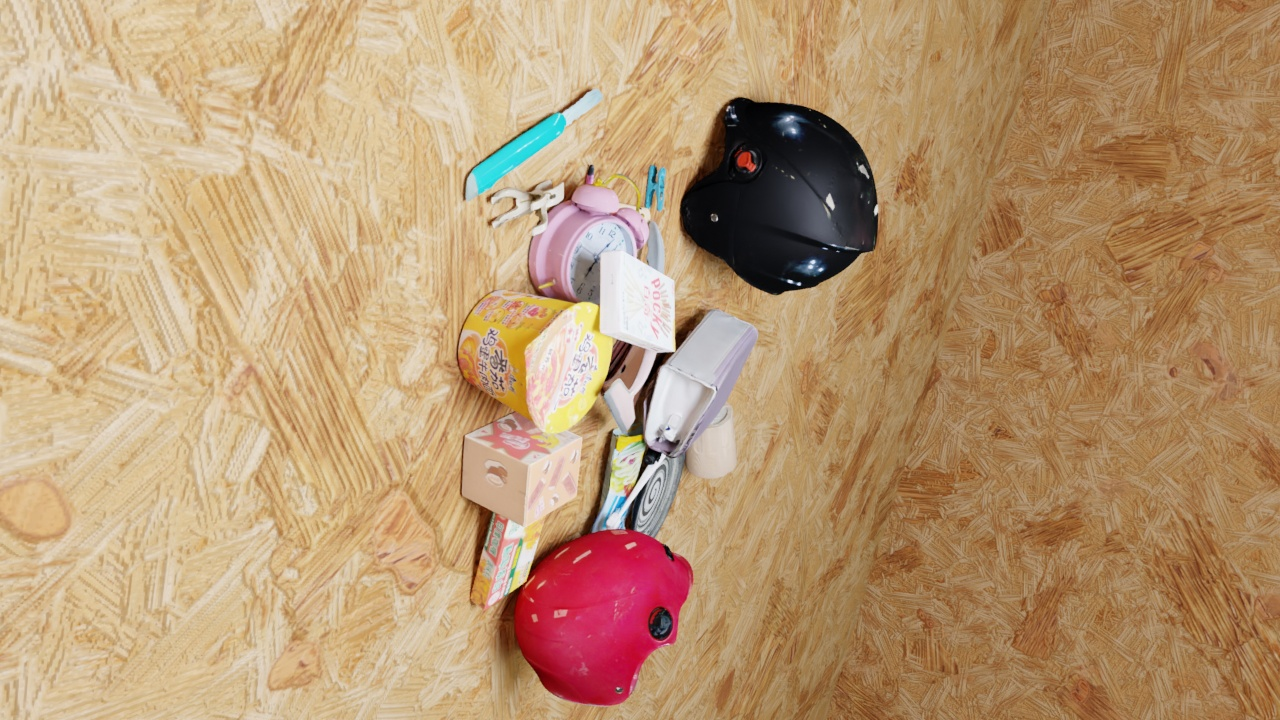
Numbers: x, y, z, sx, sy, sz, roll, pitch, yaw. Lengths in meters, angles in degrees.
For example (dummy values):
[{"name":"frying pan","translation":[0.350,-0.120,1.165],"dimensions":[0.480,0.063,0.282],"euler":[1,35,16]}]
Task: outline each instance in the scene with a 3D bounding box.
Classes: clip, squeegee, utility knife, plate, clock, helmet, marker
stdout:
[{"name":"clip","translation":[-0.120,-0.160,0.925],"dimensions":[0.103,0.092,0.035],"euler":[-92,-178,-60]},{"name":"squeegee","translation":[0.007,-0.049,1.094],"dimensions":[0.248,0.040,0.249],"euler":[72,27,-76]},{"name":"utility knife","translation":[-0.104,-0.221,0.919],"dimensions":[0.215,0.013,0.029],"euler":[-45,141,-34]},{"name":"plate","translation":[0.021,0.202,1.380],"dimensions":[0.179,0.024,0.179],"euler":[19,89,-72]},{"name":"clock","translation":[-0.050,-0.129,0.998],"dimensions":[0.117,0.060,0.158],"euler":[33,84,-50]},{"name":"helmet","translation":[-0.058,0.295,1.150],"dimensions":[0.239,0.207,0.144],"euler":[-48,120,-21]},{"name":"clip","translation":[0.018,-0.212,1.130],"dimensions":[0.014,0.043,0.056],"euler":[-26,126,-53]},{"name":"helmet","translation":[0.202,-0.227,1.244],"dimensions":[0.232,0.231,0.275],"euler":[-15,101,-58]},{"name":"marker","translation":[0.034,0.104,1.324],"dimensions":[0.131,0.022,0.020],"euler":[-59,139,-52]}]

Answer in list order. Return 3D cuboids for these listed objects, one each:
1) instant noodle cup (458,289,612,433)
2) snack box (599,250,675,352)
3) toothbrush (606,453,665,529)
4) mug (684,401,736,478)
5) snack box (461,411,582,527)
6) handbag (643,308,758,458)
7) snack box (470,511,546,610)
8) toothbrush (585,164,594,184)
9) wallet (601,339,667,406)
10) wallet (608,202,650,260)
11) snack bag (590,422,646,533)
[{"name":"instant noodle cup","translation":[-0.111,-0.008,0.943],"dimensions":[0.137,0.110,0.138],"euler":[-39,140,-43]},{"name":"snack box","translation":[-0.001,-0.060,0.986],"dimensions":[0.156,0.027,0.084],"euler":[17,72,-66]},{"name":"toothbrush","translation":[0.000,0.168,1.274],"dimensions":[0.179,0.016,0.016],"euler":[-52,150,-38]},{"name":"mug","translation":[0.111,0.107,1.448],"dimensions":[0.124,0.084,0.104],"euler":[-74,163,-50]},{"name":"snack box","translation":[-0.130,0.116,1.008],"dimensions":[0.094,0.093,0.077],"euler":[-25,129,-52]},{"name":"handbag","translation":[0.079,0.030,1.285],"dimensions":[0.196,0.098,0.145],"euler":[-46,155,-55]},{"name":"snack box","translation":[-0.151,0.214,1.076],"dimensions":[0.076,0.027,0.156],"euler":[-25,140,-52]},{"name":"toothbrush","translation":[-0.073,-0.127,1.035],"dimensions":[0.017,0.014,0.189],"euler":[-6,113,-46]},{"name":"wallet","translation":[-0.007,0.007,1.218],"dimensions":[0.124,0.032,0.101],"euler":[-58,152,-19]},{"name":"wallet","translation":[-0.031,-0.144,1.088],"dimensions":[0.115,0.024,0.087],"euler":[-5,107,-61]},{"name":"snack bag","translation":[-0.032,0.184,1.283],"dimensions":[0.110,0.039,0.191],"euler":[-25,130,-68]}]
